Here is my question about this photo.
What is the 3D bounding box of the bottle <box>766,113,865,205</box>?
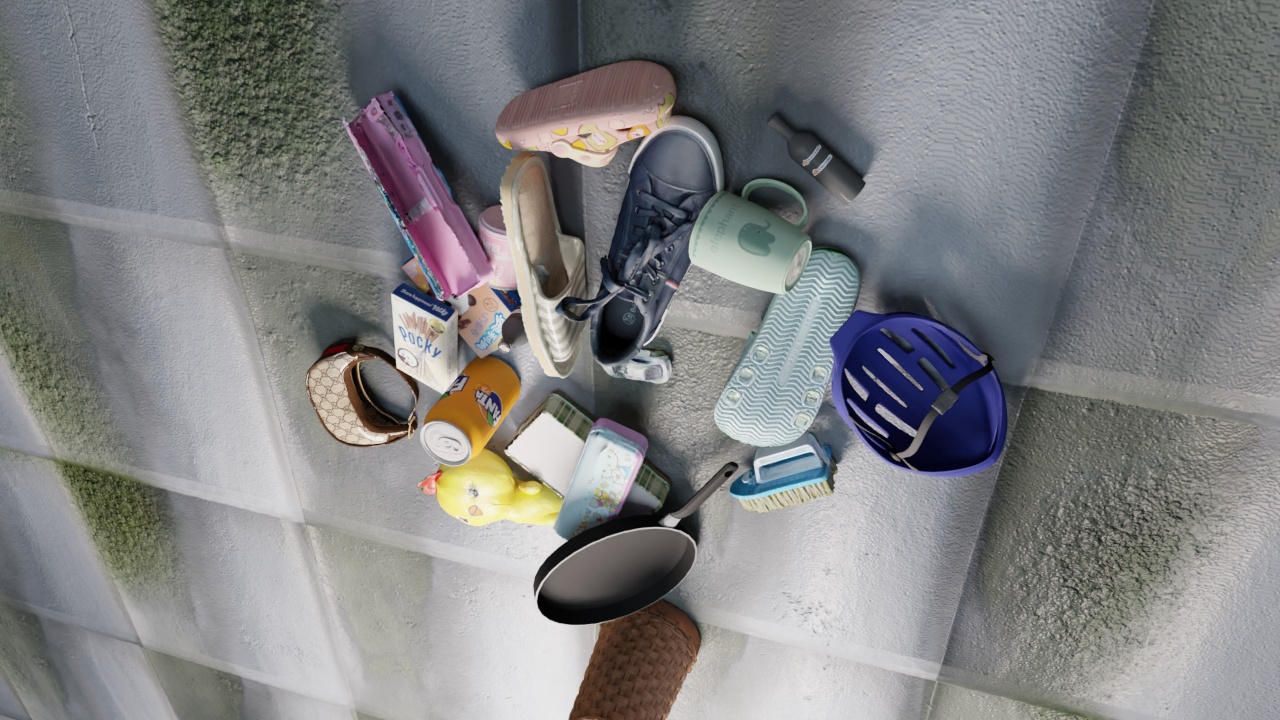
[{"bbox_3d":[0.169,-0.200,0.898,0.113,0.030,0.030,39,127,-8],"label":"bottle"}]

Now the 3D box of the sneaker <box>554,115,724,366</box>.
[{"bbox_3d":[-0.001,-0.110,0.966,0.121,0.127,0.295,22,125,3],"label":"sneaker"}]

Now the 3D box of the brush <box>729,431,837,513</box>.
[{"bbox_3d":[0.164,0.137,1.112,0.136,0.055,0.075,-22,118,31],"label":"brush"}]

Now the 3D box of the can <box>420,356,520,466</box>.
[{"bbox_3d":[-0.211,0.062,1.147,0.079,0.142,0.079,10,125,14],"label":"can"}]

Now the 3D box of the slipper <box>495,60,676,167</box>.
[{"bbox_3d":[-0.050,-0.240,0.928,0.198,0.093,0.081,-3,141,24],"label":"slipper"}]

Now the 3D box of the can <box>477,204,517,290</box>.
[{"bbox_3d":[-0.152,-0.129,1.043,0.067,0.067,0.076,18,128,8],"label":"can"}]

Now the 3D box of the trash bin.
[{"bbox_3d":[-0.011,0.463,1.303,0.151,0.209,0.151,10,126,14],"label":"trash bin"}]

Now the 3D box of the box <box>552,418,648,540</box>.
[{"bbox_3d":[-0.053,0.163,1.163,0.076,0.036,0.215,25,130,3],"label":"box"}]

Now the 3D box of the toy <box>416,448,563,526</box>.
[{"bbox_3d":[-0.196,0.179,1.259,0.207,0.092,0.134,23,138,-7],"label":"toy"}]

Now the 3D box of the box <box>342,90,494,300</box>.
[{"bbox_3d":[-0.259,-0.170,1.010,0.085,0.076,0.230,-23,98,46],"label":"box"}]

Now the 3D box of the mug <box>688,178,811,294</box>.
[{"bbox_3d":[0.121,-0.129,0.928,0.104,0.084,0.111,27,88,22],"label":"mug"}]

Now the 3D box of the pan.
[{"bbox_3d":[0.005,0.236,1.194,0.225,0.034,0.357,17,125,-40],"label":"pan"}]

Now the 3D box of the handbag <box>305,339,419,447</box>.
[{"bbox_3d":[-0.373,0.050,1.257,0.138,0.063,0.167,-6,121,13],"label":"handbag"}]

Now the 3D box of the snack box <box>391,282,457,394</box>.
[{"bbox_3d":[-0.271,-0.025,1.158,0.082,0.026,0.150,28,142,11],"label":"snack box"}]

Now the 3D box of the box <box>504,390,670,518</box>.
[{"bbox_3d":[-0.070,0.140,1.208,0.205,0.050,0.118,39,130,-7],"label":"box"}]

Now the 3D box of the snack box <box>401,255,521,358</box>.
[{"bbox_3d":[-0.208,-0.082,1.117,0.087,0.034,0.151,-27,110,34],"label":"snack box"}]

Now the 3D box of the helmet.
[{"bbox_3d":[0.291,0.046,0.903,0.241,0.227,0.148,40,96,-12],"label":"helmet"}]

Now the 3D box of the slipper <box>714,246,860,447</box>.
[{"bbox_3d":[0.166,-0.012,1.005,0.104,0.074,0.246,24,112,3],"label":"slipper"}]

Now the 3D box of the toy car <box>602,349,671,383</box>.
[{"bbox_3d":[-0.007,0.006,1.106,0.090,0.027,0.039,7,126,16],"label":"toy car"}]

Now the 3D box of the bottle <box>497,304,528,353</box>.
[{"bbox_3d":[-0.137,-0.043,1.069,0.036,0.109,0.036,10,125,14],"label":"bottle"}]

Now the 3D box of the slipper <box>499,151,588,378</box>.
[{"bbox_3d":[-0.098,-0.099,1.010,0.054,0.114,0.273,3,128,17],"label":"slipper"}]
